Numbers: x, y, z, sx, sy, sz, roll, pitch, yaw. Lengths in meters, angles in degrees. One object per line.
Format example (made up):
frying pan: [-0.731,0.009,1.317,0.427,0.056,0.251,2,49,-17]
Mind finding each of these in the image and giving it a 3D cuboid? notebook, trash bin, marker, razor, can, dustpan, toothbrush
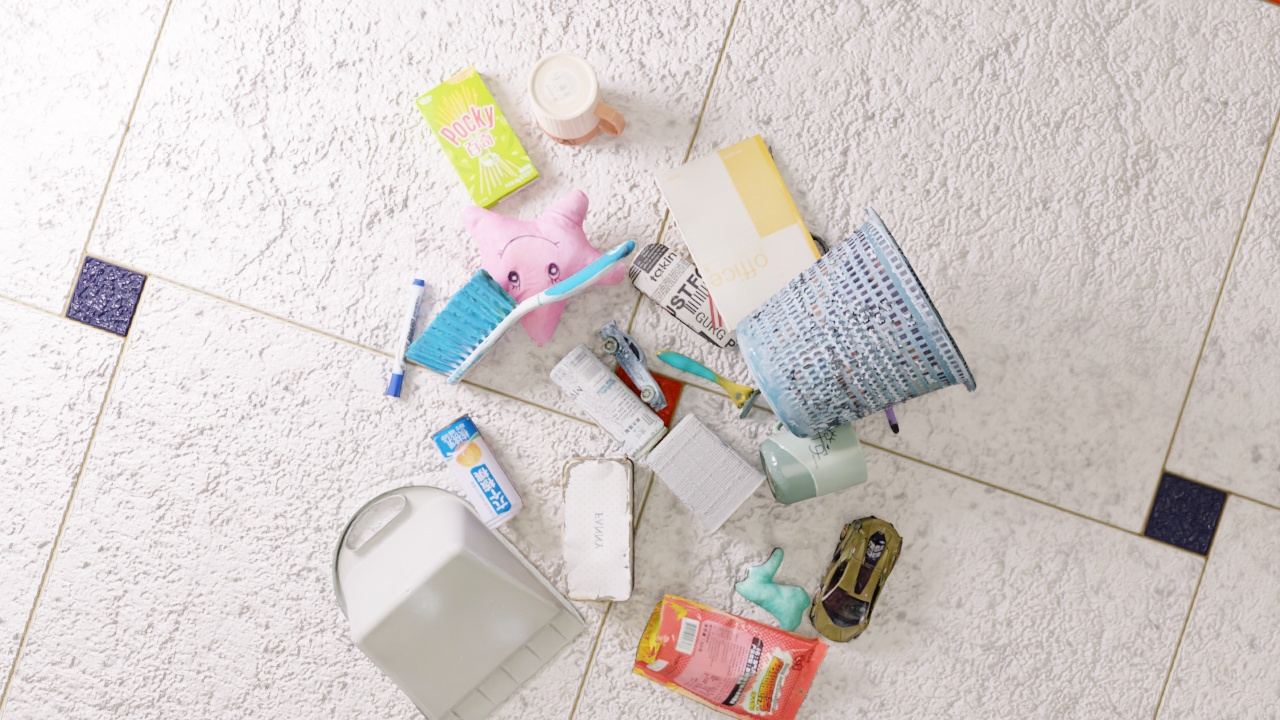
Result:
notebook: [0.123,-0.153,1.085,0.145,0.010,0.206,-24,85,-11]
trash bin: [0.221,-0.023,1.003,0.195,0.226,0.226,-30,89,15]
marker: [-0.283,-0.027,1.107,0.017,0.017,0.145,13,89,1]
razor: [0.079,0.020,1.096,0.132,0.028,0.043,28,120,-1]
can: [-0.037,0.049,1.082,0.146,0.058,0.058,45,90,1]
can: [-0.191,0.132,1.085,0.053,0.053,0.134,-33,89,0]
dustpan: [-0.240,0.283,1.106,0.222,0.142,0.258,-42,118,0]
toothbrush: [0.277,0.000,1.101,0.014,0.016,0.189,-19,90,6]

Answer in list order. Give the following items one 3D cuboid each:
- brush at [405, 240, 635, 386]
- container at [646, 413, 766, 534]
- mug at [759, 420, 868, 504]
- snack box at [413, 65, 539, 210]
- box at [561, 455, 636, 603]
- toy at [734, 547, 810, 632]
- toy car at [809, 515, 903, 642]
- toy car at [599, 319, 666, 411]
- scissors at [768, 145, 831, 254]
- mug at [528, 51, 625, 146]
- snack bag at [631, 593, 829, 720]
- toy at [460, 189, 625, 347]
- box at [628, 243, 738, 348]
brush: [-0.141,-0.067,1.024,0.109,0.060,0.315,44,123,-7]
container: [0.072,0.126,1.067,0.114,0.090,0.090,44,89,4]
mug: [0.195,0.105,1.073,0.106,0.082,0.111,-17,59,1]
snack box: [-0.197,-0.266,1.105,0.086,0.026,0.156,-31,88,-1]
box: [-0.049,0.203,1.081,0.090,0.060,0.184,2,91,1]
toy: [0.160,0.274,1.090,0.092,0.030,0.096,29,94,-1]
toy car: [0.256,0.260,1.086,0.070,0.042,0.158,22,92,1]
toy car: [-0.006,0.006,1.085,0.037,0.054,0.120,-35,89,2]
scissors: [0.162,-0.167,1.106,0.159,0.014,0.178,22,88,1]
mug: [-0.072,-0.295,1.064,0.114,0.106,0.081,27,89,1]
snack bag: [0.104,0.354,1.077,0.208,0.073,0.128,20,97,-4]
toy: [-0.114,-0.105,1.076,0.195,0.074,0.178,-5,94,6]
box: [0.060,-0.076,1.087,0.164,0.056,0.070,34,68,2]
